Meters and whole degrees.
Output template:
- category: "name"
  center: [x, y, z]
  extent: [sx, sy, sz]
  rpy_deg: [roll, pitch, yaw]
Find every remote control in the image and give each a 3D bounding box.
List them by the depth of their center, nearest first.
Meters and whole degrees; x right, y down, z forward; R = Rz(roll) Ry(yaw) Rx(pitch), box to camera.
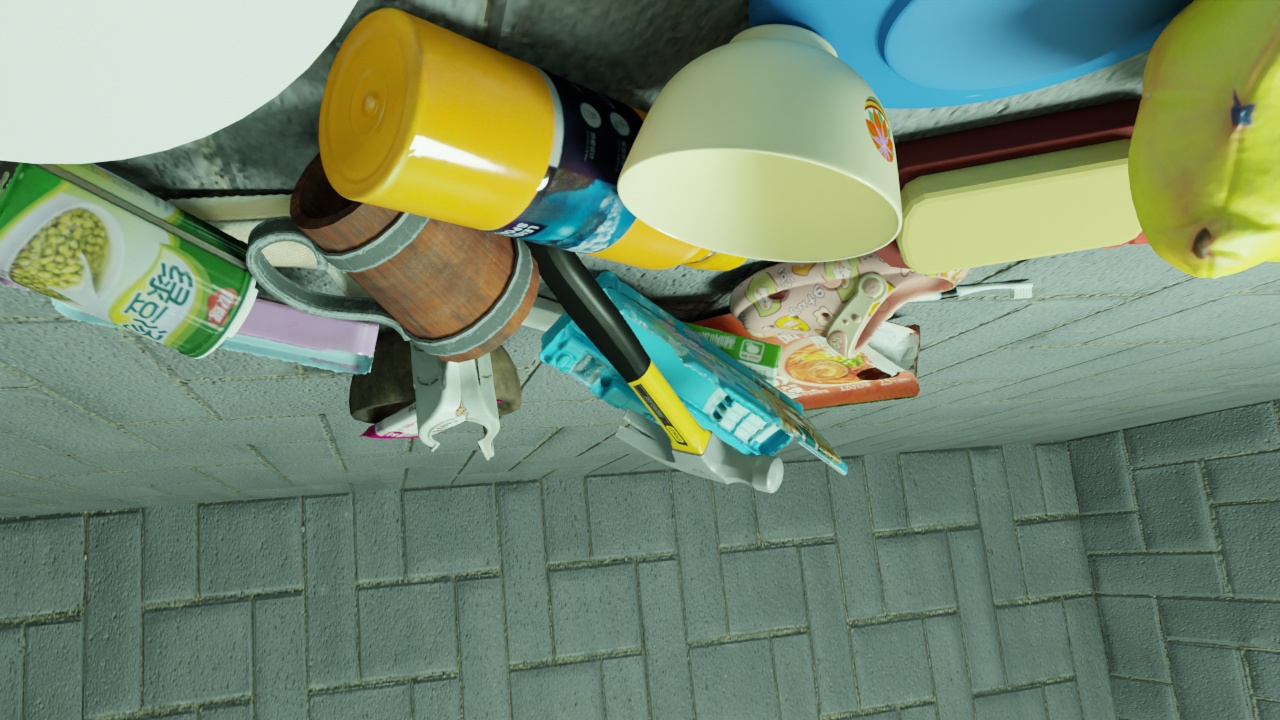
- category: "remote control"
  center: [-0.083, -0.039, 0.815]
  extent: [0.043, 0.013, 0.136]
  rpy_deg: [-12, 167, 28]

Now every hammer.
- category: "hammer"
  center: [-0.004, 0.004, 0.639]
  extent: [0.127, 0.029, 0.324]
  rpy_deg: [9, 152, 32]

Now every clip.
- category: "clip"
  center: [-0.155, -0.002, 0.721]
  extent: [0.105, 0.126, 0.152]
  rpy_deg: [-15, 146, -2]

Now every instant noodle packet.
- category: "instant noodle packet"
  center: [0.161, -0.019, 0.941]
  extent: [0.165, 0.083, 0.220]
  rpy_deg: [-10, 157, 43]

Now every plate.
- category: "plate"
  center: [0.157, -0.148, 0.370]
  extent: [0.224, 0.024, 0.224]
  rpy_deg: [-5, 168, -1]

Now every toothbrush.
- category: "toothbrush"
  center: [0.282, -0.060, 0.874]
  extent: [0.187, 0.017, 0.012]
  rpy_deg: [-5, 180, -2]

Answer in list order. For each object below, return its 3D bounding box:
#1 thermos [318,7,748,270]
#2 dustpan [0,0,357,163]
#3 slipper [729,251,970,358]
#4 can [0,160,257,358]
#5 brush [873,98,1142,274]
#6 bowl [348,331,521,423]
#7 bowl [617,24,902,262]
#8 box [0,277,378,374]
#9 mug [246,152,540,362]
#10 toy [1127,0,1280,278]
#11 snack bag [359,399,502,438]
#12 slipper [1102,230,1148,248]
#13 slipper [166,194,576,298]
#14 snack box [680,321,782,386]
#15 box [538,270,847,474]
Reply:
- category: "thermos"
  center: [-0.034, -0.092, 0.444]
  extent: [0.091, 0.076, 0.232]
  rpy_deg: [18, -172, 43]
- category: "dustpan"
  center: [-0.166, -0.148, 0.238]
  extent: [0.191, 0.053, 0.259]
  rpy_deg: [4, 154, -38]
- category: "slipper"
  center: [0.169, -0.044, 0.747]
  extent: [0.198, 0.081, 0.093]
  rpy_deg: [-12, 166, 22]
- category: "can"
  center: [-0.258, -0.053, 0.451]
  extent: [0.067, 0.067, 0.121]
  rpy_deg: [-14, 148, 37]
- category: "brush"
  center: [0.219, -0.094, 0.534]
  extent: [0.173, 0.041, 0.082]
  rpy_deg: [-8, 138, 13]
- category: "bowl"
  center: [-0.198, 0.016, 0.887]
  extent: [0.162, 0.070, 0.162]
  rpy_deg: [-5, 169, -1]
- category: "bowl"
  center: [0.055, -0.097, 0.389]
  extent: [0.118, 0.074, 0.118]
  rpy_deg: [10, 169, 2]
- category: "box"
  center: [-0.283, -0.029, 0.604]
  extent: [0.214, 0.040, 0.151]
  rpy_deg: [13, 167, -16]
- category: "mug"
  center: [-0.131, -0.053, 0.478]
  extent: [0.117, 0.081, 0.111]
  rpy_deg: [-26, 140, 15]
- category: "toy"
  center: [0.264, -0.110, 0.389]
  extent: [0.087, 0.135, 0.193]
  rpy_deg: [26, -153, 34]
- category: "snack bag"
  center: [-0.201, 0.056, 0.861]
  extent: [0.070, 0.016, 0.197]
  rpy_deg: [1, 167, -34]
- category: "slipper"
  center: [0.353, -0.108, 0.578]
  extent: [0.249, 0.059, 0.103]
  rpy_deg: [-16, 165, 37]
- category: "slipper"
  center: [-0.171, -0.065, 0.567]
  extent: [0.272, 0.054, 0.115]
  rpy_deg: [0, 162, -22]
- category: "snack box"
  center: [0.046, -0.010, 0.855]
  extent: [0.168, 0.027, 0.132]
  rpy_deg: [14, 171, 9]
- category: "box"
  center: [0.048, 0.015, 0.745]
  extent: [0.227, 0.086, 0.169]
  rpy_deg: [33, 156, -23]
